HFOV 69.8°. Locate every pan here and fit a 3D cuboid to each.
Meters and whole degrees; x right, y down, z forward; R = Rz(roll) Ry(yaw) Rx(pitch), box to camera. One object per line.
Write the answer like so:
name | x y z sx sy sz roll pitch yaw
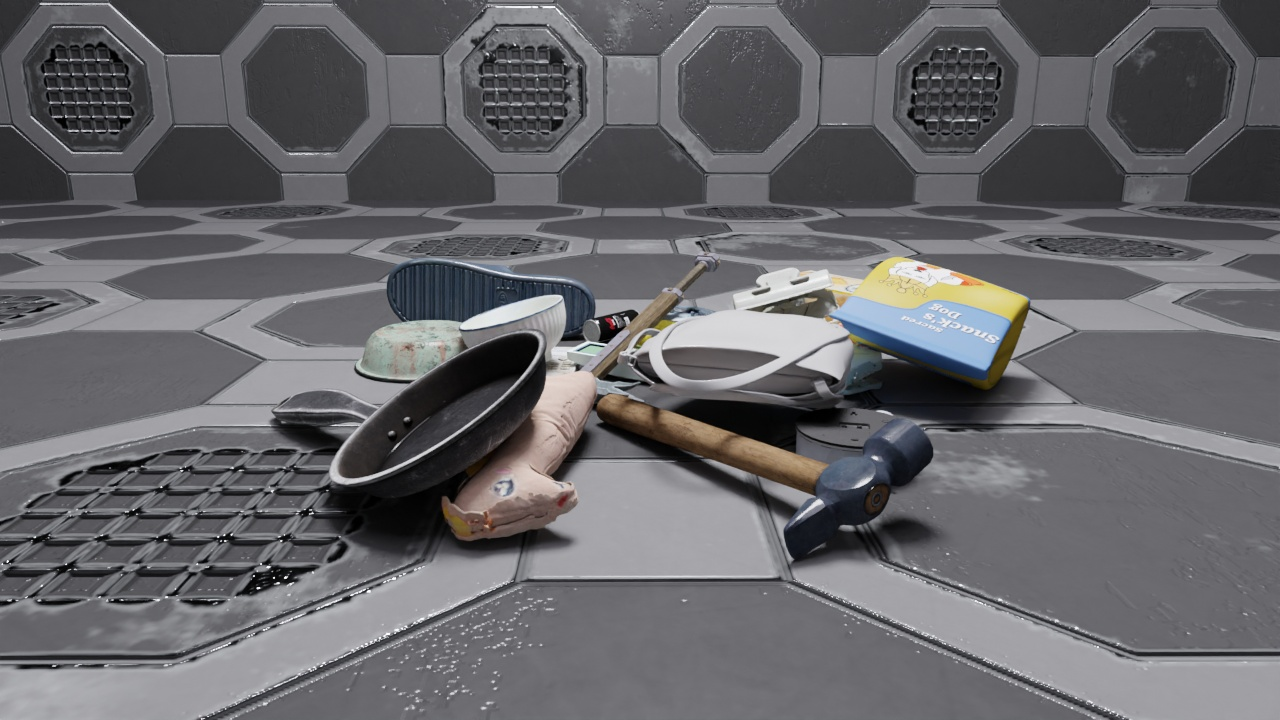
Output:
pan | -0.208 0.044 0.750 0.358 0.055 0.186 -9 30 45

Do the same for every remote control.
remote control | -0.006 0.006 0.999 0.143 0.024 0.049 9 18 23
remote control | -0.095 0.006 1.025 0.050 0.011 0.135 1 15 2

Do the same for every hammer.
hammer | 0.006 -0.047 1.017 0.147 0.028 0.315 8 35 31
hammer | 0.061 0.068 0.731 0.129 0.040 0.322 -33 26 -27

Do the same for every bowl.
bowl | -0.246 -0.015 1.048 0.157 0.038 0.157 0 15 0
bowl | -0.133 -0.025 1.004 0.118 0.062 0.118 -15 14 4

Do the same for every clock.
clock | 0.176 0.067 0.762 0.094 0.035 0.122 3 15 12
clock | 0.039 -0.031 1.071 0.083 0.057 0.118 14 20 39

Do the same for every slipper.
slipper | -0.189 -0.076 1.181 0.263 0.101 0.082 6 8 -3

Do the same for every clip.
clip | 0.179 -0.085 1.153 0.126 0.097 0.152 -14 35 9

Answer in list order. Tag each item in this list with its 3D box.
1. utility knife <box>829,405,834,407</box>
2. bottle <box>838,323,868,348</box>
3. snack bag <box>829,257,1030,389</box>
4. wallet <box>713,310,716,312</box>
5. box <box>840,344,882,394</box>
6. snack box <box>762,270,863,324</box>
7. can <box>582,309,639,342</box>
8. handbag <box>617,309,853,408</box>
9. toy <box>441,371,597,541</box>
utility knife | 0.142 0.023 0.960 0.031 0.015 0.179 -4 14 -32
bottle | 0.252 -0.028 1.091 0.108 0.044 0.044 -14 21 -43
snack bag | 0.297 -0.034 0.940 0.159 0.102 0.204 23 20 25
wallet | 0.060 -0.047 1.189 0.115 0.026 0.089 -4 15 -17
box | 0.168 -0.007 1.009 0.083 0.066 0.199 8 9 -42
snack box | 0.271 -0.076 1.236 0.104 0.057 0.208 -11 19 -36
can | -0.035 -0.044 1.165 0.032 0.031 0.080 13 20 40
handbag | 0.074 0.011 0.811 0.216 0.095 0.222 5 11 24
toy | -0.116 0.068 0.731 0.196 0.065 0.263 -7 20 16
